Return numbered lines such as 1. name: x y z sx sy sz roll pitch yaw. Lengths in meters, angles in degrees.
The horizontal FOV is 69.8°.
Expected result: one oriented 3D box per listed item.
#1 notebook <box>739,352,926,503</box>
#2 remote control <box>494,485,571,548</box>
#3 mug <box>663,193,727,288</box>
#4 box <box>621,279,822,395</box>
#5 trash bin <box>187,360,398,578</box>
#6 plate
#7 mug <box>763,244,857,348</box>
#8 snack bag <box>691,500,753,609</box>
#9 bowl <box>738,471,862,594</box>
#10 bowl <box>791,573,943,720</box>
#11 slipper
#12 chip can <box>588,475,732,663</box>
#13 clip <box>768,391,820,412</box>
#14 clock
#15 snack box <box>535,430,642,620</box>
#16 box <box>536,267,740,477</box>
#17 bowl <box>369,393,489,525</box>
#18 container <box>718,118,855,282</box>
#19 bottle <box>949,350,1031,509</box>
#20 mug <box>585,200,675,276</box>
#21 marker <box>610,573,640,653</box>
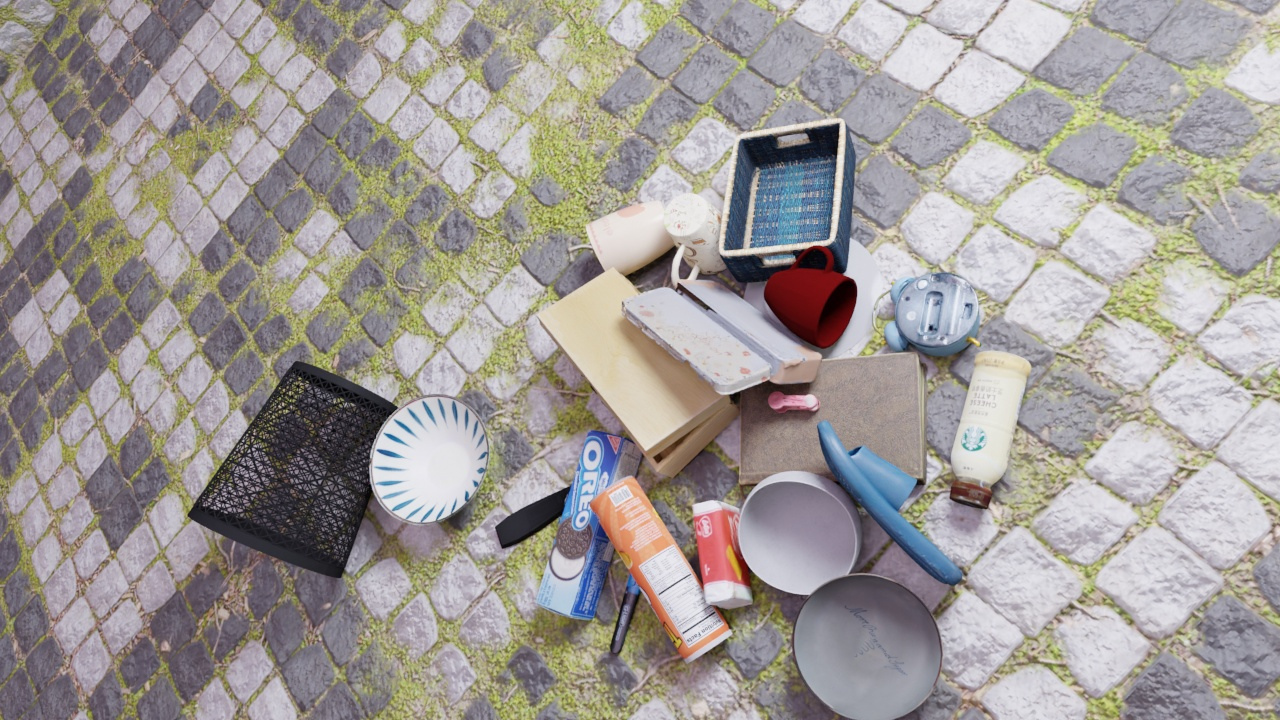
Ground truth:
1. notebook: 0.214 0.091 1.048 0.216 0.034 0.190 -3 73 26
2. remote control: -0.137 0.203 1.200 0.125 0.010 0.039 -31 62 13
3. mug: 0.067 -0.146 1.166 0.081 0.097 0.122 20 83 31
4. box: 0.088 -0.029 1.070 0.216 0.153 0.058 43 129 45
5. trash bin: -0.463 0.146 1.280 0.217 0.217 0.243 15 73 30
6. plate: 0.206 -0.081 1.119 0.173 0.019 0.172 -9 69 24
7. mug: 0.191 -0.081 1.055 0.088 0.086 0.114 27 126 33
8. snack bag: 0.093 0.220 1.039 0.036 0.077 0.115 -17 66 23
9. bowl: 0.178 0.183 1.005 0.132 0.064 0.132 5 103 22
10. bowl: 0.237 0.292 0.949 0.151 0.056 0.150 -3 83 24
11. slipper: 0.259 0.142 0.951 0.059 0.104 0.213 -41 86 2
12. chip can: 0.021 0.237 1.050 0.062 0.062 0.210 -37 74 11
13. clip: 0.177 0.050 1.050 0.059 0.038 0.022 1 71 29
14. clock: 0.322 -0.051 1.032 0.125 0.051 0.088 6 77 29
15. snack box: -0.061 0.202 1.135 0.059 0.059 0.226 11 78 33
16. box: -0.006 0.004 1.138 0.141 0.122 0.249 -46 59 11
17. bowl: -0.273 0.139 1.250 0.177 0.071 0.177 -5 72 16
18. container: 0.183 -0.193 1.124 0.145 0.071 0.187 -3 62 26
19. bottle: 0.363 0.073 0.965 0.057 0.056 0.162 12 79 29
20. mug: -0.010 -0.172 1.232 0.104 0.085 0.111 -23 34 8
21. marker: -0.014 0.292 1.105 0.018 0.015 0.123 12 80 29
